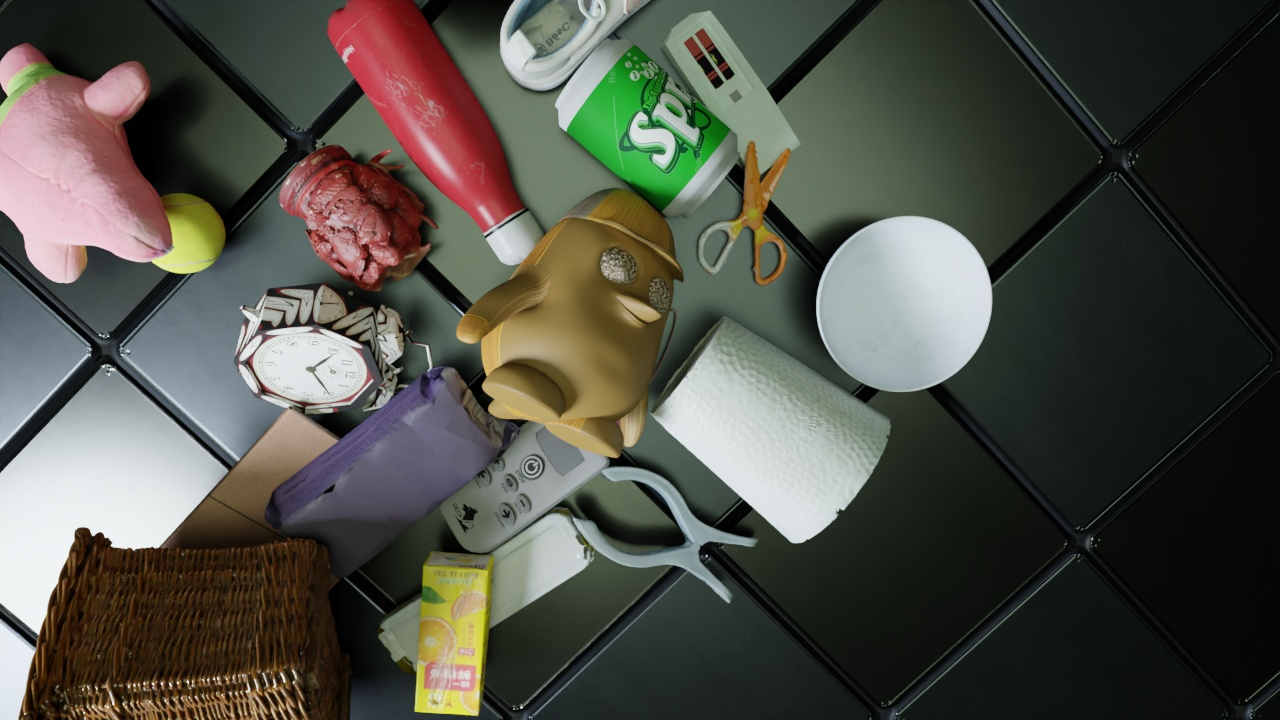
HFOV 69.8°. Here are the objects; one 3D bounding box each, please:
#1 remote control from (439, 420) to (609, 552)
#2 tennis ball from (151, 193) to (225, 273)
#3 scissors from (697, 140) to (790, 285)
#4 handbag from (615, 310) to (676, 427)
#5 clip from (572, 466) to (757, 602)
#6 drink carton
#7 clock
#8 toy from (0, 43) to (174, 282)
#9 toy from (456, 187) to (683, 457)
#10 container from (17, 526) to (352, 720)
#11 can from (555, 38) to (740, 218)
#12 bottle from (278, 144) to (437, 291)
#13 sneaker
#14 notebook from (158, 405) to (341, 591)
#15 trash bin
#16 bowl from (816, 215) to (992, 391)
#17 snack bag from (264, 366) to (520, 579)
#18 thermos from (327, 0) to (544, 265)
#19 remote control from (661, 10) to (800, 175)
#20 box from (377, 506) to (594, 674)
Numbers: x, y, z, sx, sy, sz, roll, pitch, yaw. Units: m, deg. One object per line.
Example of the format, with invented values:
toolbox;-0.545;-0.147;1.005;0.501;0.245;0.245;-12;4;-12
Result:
remote control;-0.107;0.104;0.809;0.151;0.019;0.074;-36;73;4
tennis ball;-0.377;-0.105;0.755;0.065;0.065;0.065;0;99;-2
scissors;0.087;-0.129;0.790;0.097;0.012;0.133;-3;108;0
handbag;-0.005;0.005;0.810;0.055;0.029;0.119;36;91;-6
clip;0.033;0.134;0.827;0.167;0.028;0.127;25;80;-10
drink carton;-0.162;0.239;0.801;0.058;0.043;0.134;5;97;-3
clock;-0.250;-0.011;0.763;0.154;0.065;0.115;9;137;-18
toy;-0.434;-0.145;0.713;0.237;0.096;0.192;36;104;22
toy;-0.035;-0.041;0.734;0.198;0.163;0.203;37;70;-39
container;-0.336;0.259;0.731;0.183;0.162;0.250;-4;133;-11
can;0.006;-0.187;0.745;0.140;0.087;0.088;40;96;-8
bottle;-0.224;-0.119;0.751;0.111;0.099;0.099;44;95;2
sneaker;-0.022;-0.317;0.722;0.089;0.090;0.242;42;95;-7
notebook;-0.317;0.153;0.802;0.209;0.008;0.141;-46;120;5
trash bin;0.103;0.052;0.773;0.161;0.133;0.133;37;96;-3
bowl;0.214;-0.051;0.782;0.144;0.074;0.144;0;99;-2
snack bag;-0.209;0.097;0.774;0.205;0.058;0.096;-38;119;2
thermos;-0.158;-0.184;0.747;0.073;0.073;0.240;-32;100;3
remote control;0.076;-0.226;0.774;0.049;0.024;0.143;-36;99;4
box;-0.140;0.210;0.834;0.209;0.033;0.064;-33;97;2
